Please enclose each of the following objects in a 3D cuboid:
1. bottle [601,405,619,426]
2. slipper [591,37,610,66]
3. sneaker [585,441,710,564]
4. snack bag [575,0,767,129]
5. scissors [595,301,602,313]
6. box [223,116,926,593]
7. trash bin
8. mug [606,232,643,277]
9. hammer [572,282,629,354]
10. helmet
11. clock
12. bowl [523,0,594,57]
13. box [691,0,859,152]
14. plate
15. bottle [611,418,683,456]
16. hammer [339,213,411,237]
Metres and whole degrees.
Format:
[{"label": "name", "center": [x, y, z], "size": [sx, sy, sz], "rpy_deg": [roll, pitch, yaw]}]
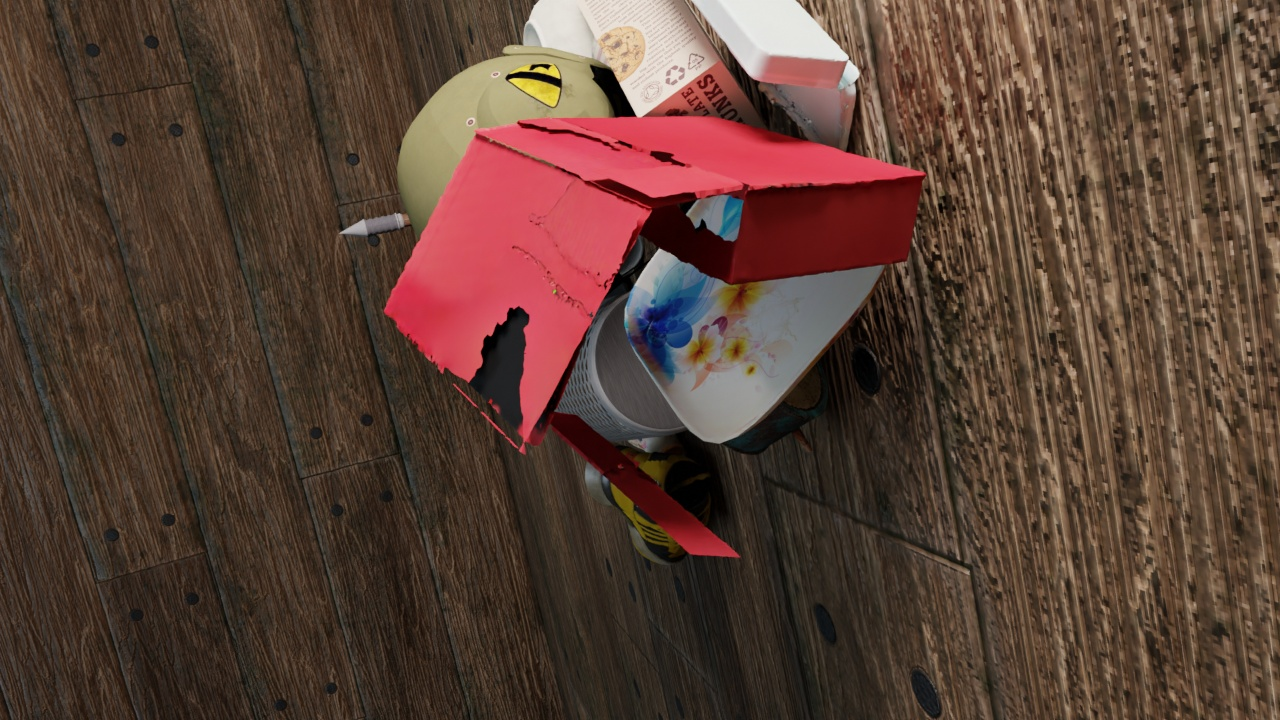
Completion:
[{"label": "bottle", "center": [-0.027, 0.062, 1.254], "size": [0.112, 0.047, 0.047], "rpy_deg": [-137, 36, -62]}, {"label": "slipper", "center": [-0.028, -0.342, 0.893], "size": [0.115, 0.052, 0.262], "rpy_deg": [95, 156, -46]}, {"label": "sneaker", "center": [0.039, 0.177, 1.073], "size": [0.122, 0.085, 0.238], "rpy_deg": [6, 150, 34]}, {"label": "snack bag", "center": [0.011, -0.255, 0.722], "size": [0.094, 0.070, 0.206], "rpy_deg": [33, -152, -57]}, {"label": "scissors", "center": [-0.057, -0.076, 1.075], "size": [0.157, 0.170, 0.013], "rpy_deg": [-84, 20, -45]}, {"label": "box", "center": [-0.050, -0.064, 0.511], "size": [0.211, 0.377, 0.124], "rpy_deg": [34, 147, 50]}, {"label": "trash bin", "center": [-0.005, 0.005, 0.943], "size": [0.183, 0.156, 0.156], "rpy_deg": [167, 89, -72]}, {"label": "mug", "center": [-0.059, -0.138, 1.072], "size": [0.084, 0.113, 0.070], "rpy_deg": [69, 177, -50]}, {"label": "hammer", "center": [-0.071, -0.077, 1.288], "size": [0.323, 0.051, 0.117], "rpy_deg": [115, 138, -70]}, {"label": "helmet", "center": [-0.082, -0.164, 0.819], "size": [0.232, 0.255, 0.251], "rpy_deg": [57, 155, 34]}, {"label": "clock", "center": [0.073, -0.005, 0.704], "size": [0.073, 0.121, 0.157], "rpy_deg": [-37, 52, 34]}, {"label": "bowl", "center": [-0.098, -0.355, 1.106], "size": [0.189, 0.060, 0.219], "rpy_deg": [171, 84, -75]}, {"label": "box", "center": [0.072, -0.223, 0.624], "size": [0.122, 0.078, 0.197], "rpy_deg": [64, 180, -52]}, {"label": "plate", "center": [0.073, -0.050, 0.622], "size": [0.187, 0.016, 0.187], "rpy_deg": [-51, 41, 16]}, {"label": "bottle", "center": [0.010, 0.080, 1.116], "size": [0.109, 0.063, 0.063], "rpy_deg": [53, 154, 35]}, {"label": "hammer", "center": [-0.233, -0.202, 1.219], "size": [0.043, 0.321, 0.156], "rpy_deg": [103, 149, -59]}]
